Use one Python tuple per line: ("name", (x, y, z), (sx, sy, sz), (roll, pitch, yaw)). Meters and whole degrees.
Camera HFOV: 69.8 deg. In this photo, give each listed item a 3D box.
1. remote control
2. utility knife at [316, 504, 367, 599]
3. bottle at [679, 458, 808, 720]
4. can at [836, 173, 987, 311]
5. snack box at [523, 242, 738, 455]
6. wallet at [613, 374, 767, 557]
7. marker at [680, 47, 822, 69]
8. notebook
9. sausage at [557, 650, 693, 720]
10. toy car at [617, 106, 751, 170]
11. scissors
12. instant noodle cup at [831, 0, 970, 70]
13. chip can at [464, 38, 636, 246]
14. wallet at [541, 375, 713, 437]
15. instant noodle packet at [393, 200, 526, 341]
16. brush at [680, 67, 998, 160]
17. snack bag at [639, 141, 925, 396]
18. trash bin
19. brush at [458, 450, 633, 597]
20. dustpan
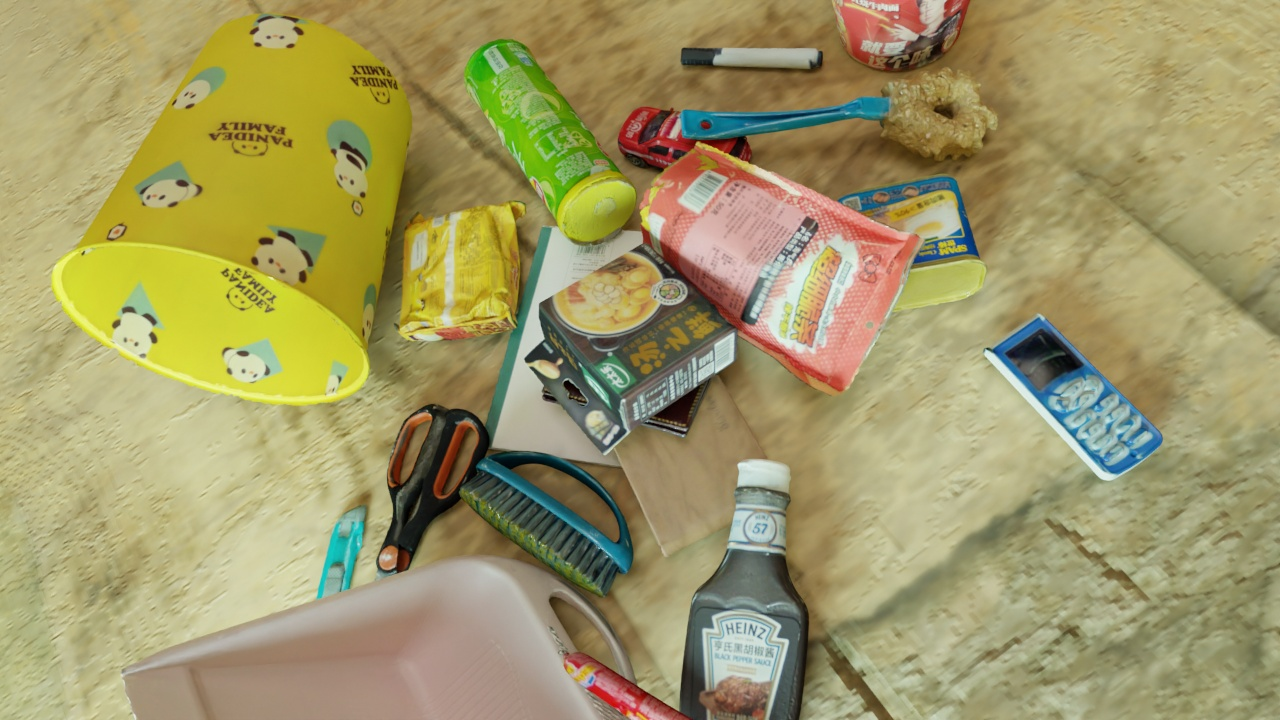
("remote control", (0.302, 0.025, 0.644), (0.049, 0.024, 0.125), (-33, 64, -3))
("utility knife", (-0.238, 0.193, 0.703), (0.029, 0.013, 0.171), (-1, 66, 14))
("bottle", (0.073, 0.164, 0.612), (0.080, 0.044, 0.194), (4, 74, 16))
("can", (0.202, -0.089, 0.703), (0.102, 0.057, 0.083), (-9, 62, 9))
("snack box", (-0.011, -0.013, 0.683), (0.125, 0.053, 0.113), (-32, 57, -18))
("wallet", (0.038, 0.074, 0.679), (0.101, 0.020, 0.115), (-24, 65, -9))
("marker", (0.099, -0.275, 0.833), (0.131, 0.022, 0.018), (7, 111, 18))
("notebook", (-0.036, -0.017, 0.751), (0.150, 0.012, 0.208), (6, 68, 16))
("sausage", (0.009, 0.224, 0.579), (0.156, 0.020, 0.020), (23, 73, 26))
("toy car", (0.036, -0.189, 0.796), (0.121, 0.045, 0.052), (20, 70, 23))
("scissors", (-0.174, 0.142, 0.702), (0.125, 0.022, 0.234), (-9, 64, 19))
("instant noodle cup", (0.222, -0.321, 0.775), (0.138, 0.109, 0.137), (-5, 64, 11))
("chip can", (-0.084, -0.198, 0.806), (0.072, 0.072, 0.221), (-32, 60, -2))
("wallet", (-0.004, 0.004, 0.708), (0.122, 0.020, 0.096), (13, 60, 20))
("instant noodle packet", (-0.153, -0.078, 0.790), (0.111, 0.044, 0.128), (-7, 63, 11))
("brush", (0.161, -0.198, 0.751), (0.255, 0.046, 0.083), (-2, 74, 3))
("snack bag", (0.094, -0.077, 0.688), (0.208, 0.073, 0.129), (34, 103, 28))
("trash bin", (-0.309, -0.126, 0.759), (0.230, 0.230, 0.254), (0, 60, 13))
("brush", (-0.063, 0.110, 0.676), (0.144, 0.055, 0.073), (29, 67, 24))
("dustpan", (-0.134, 0.221, 0.562), (0.139, 0.273, 0.222), (-46, 64, 18))
